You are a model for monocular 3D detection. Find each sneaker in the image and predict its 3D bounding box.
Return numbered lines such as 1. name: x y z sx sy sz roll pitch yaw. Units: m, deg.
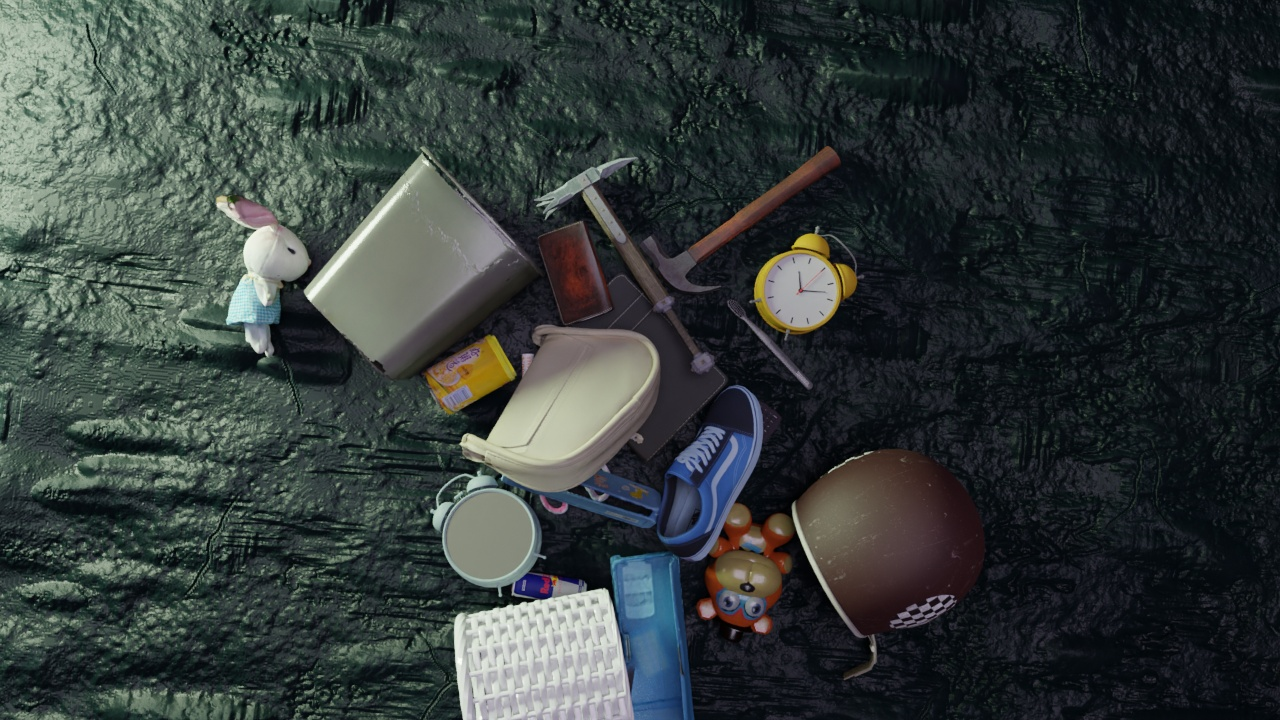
1. sneaker: 0.086 0.131 1.168 0.083 0.098 0.240 11 69 34

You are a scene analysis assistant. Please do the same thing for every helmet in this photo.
1. helmet: 0.304 0.239 1.160 0.254 0.234 0.233 -29 63 12

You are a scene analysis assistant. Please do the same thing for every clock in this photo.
1. clock: -0.197 0.215 1.170 0.122 0.045 0.159 -39 76 -11
2. clock: 0.225 -0.103 1.246 0.152 0.052 0.113 -43 91 -3

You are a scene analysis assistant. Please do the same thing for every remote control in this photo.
1. remote control: 0.141 0.113 1.242 0.046 0.009 0.124 37 83 -3

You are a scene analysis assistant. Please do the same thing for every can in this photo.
1. can: -0.119 0.295 1.191 0.095 0.032 0.032 9 85 -6
2. can: -0.219 0.018 1.180 0.105 0.068 0.067 -30 90 -7

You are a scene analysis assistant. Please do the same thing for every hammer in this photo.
1. hammer: 0.150 -0.197 1.256 0.300 0.028 0.111 -36 90 -7
2. hammer: 0.006 -0.119 1.204 0.147 0.028 0.316 -32 80 -4

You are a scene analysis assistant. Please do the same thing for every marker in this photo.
1. marker: -0.148 0.064 1.211 0.017 0.017 0.145 -1 86 -6

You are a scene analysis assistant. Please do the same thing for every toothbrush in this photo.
1. toothbrush: 0.177 -0.022 1.255 0.013 0.013 0.167 -44 94 -7

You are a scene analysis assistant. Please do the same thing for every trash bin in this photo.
1. trash bin: -0.266 -0.105 1.131 0.220 0.197 0.197 -44 91 -1

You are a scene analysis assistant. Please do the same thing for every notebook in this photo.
1. notebook: -0.007 0.007 1.225 0.169 0.029 0.209 -44 93 -6

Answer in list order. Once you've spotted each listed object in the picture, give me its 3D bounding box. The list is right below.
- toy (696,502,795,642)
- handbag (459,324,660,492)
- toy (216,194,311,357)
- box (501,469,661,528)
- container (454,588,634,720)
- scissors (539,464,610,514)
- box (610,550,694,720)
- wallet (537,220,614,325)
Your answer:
1. toy: 0.137 0.278 1.196 0.112 0.096 0.176 12 96 0
2. handbag: -0.090 0.067 1.149 0.184 0.132 0.228 22 57 13
3. toy: -0.467 -0.106 1.154 0.105 0.131 0.205 -6 99 -27
4. box: -0.072 0.154 1.177 0.210 0.069 0.063 18 71 -6
5. container: -0.116 0.384 1.108 0.186 0.189 0.189 -9 87 -8
6. scissors: -0.086 0.111 1.215 0.108 0.016 0.179 -5 87 -5
7. box: 0.021 0.366 1.163 0.094 0.110 0.231 -4 87 -8
8. wallet: -0.085 -0.113 1.192 0.072 0.019 0.123 -18 89 18
